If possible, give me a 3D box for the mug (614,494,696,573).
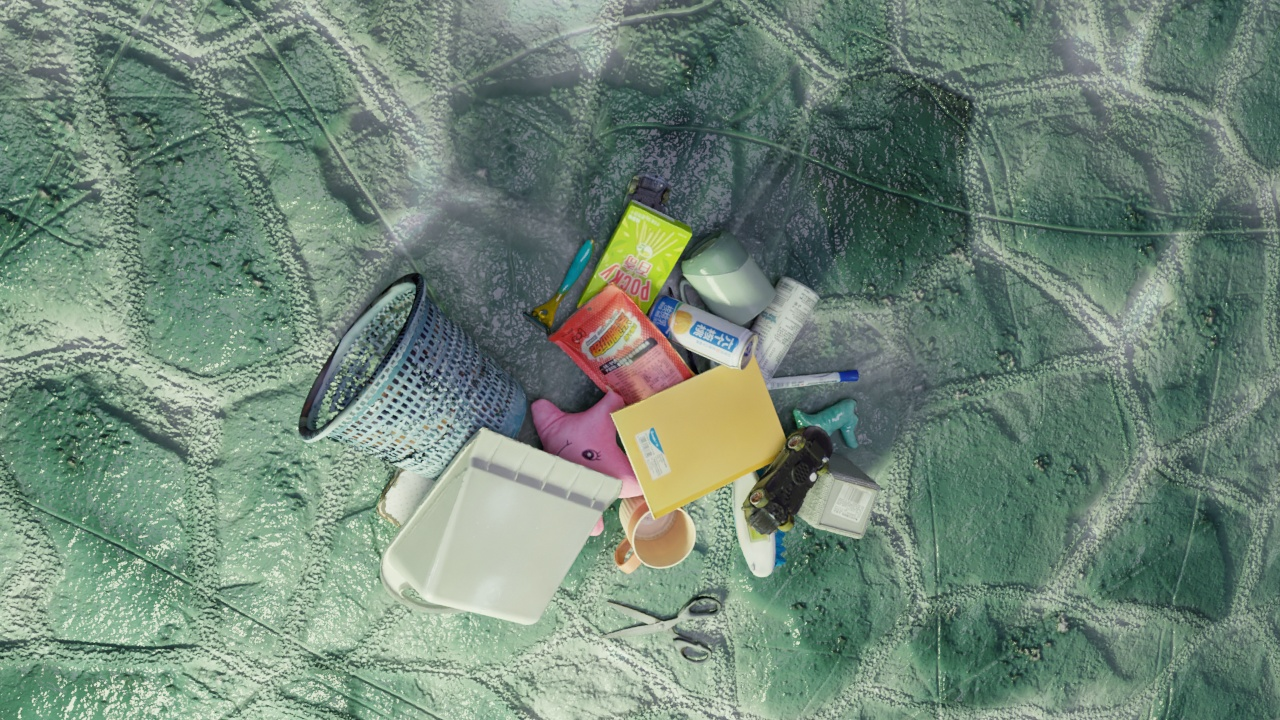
[{"bbox_3d":[0.010,0.225,1.202,0.081,0.106,0.114,41,90,-15],"label":"mug"}]

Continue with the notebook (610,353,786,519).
[{"bbox_3d":[0.080,0.092,1.156,0.206,0.010,0.146,-24,96,-17],"label":"notebook"}]

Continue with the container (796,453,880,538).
[{"bbox_3d":[0.257,0.180,1.240,0.090,0.114,0.090,16,97,-14],"label":"container"}]

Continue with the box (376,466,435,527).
[{"bbox_3d":[-0.239,0.195,1.172,0.184,0.060,0.090,35,92,-17],"label":"box"}]

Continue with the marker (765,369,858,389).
[{"bbox_3d":[0.229,0.027,1.258,0.145,0.017,0.017,-5,101,-11],"label":"marker"}]

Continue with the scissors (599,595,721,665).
[{"bbox_3d":[0.036,0.371,1.282,0.159,0.014,0.178,-40,104,-2],"label":"scissors"}]

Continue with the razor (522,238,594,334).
[{"bbox_3d":[-0.096,-0.097,1.162,0.043,0.028,0.132,35,95,16],"label":"razor"}]

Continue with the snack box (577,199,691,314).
[{"bbox_3d":[-0.009,-0.116,1.150,0.085,0.026,0.157,24,117,-14],"label":"snack box"}]

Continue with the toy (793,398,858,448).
[{"bbox_3d":[0.265,0.090,1.271,0.092,0.030,0.096,-27,110,-4],"label":"toy"}]

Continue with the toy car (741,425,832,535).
[{"bbox_3d":[0.189,0.152,1.172,0.158,0.042,0.070,-51,120,-13],"label":"toy car"}]

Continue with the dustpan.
[{"bbox_3d":[-0.189,0.213,1.115,0.222,0.143,0.257,27,86,-37],"label":"dustpan"}]

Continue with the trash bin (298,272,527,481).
[{"bbox_3d":[-0.251,0.044,1.076,0.195,0.226,0.226,38,91,-28],"label":"trash bin"}]

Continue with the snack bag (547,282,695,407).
[{"bbox_3d":[-0.007,0.007,1.175,0.129,0.073,0.208,-35,107,28],"label":"snack bag"}]

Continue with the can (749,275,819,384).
[{"bbox_3d":[0.175,-0.037,1.214,0.058,0.058,0.147,29,93,-15],"label":"can"}]

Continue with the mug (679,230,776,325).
[{"bbox_3d":[0.099,-0.099,1.182,0.112,0.082,0.106,-31,107,27],"label":"mug"}]

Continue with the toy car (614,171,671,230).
[{"bbox_3d":[-0.001,-0.178,1.160,0.054,0.036,0.121,15,105,-10],"label":"toy car"}]

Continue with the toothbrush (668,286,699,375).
[{"bbox_3d":[0.064,-0.008,1.221,0.017,0.014,0.189,-15,103,16],"label":"toothbrush"}]

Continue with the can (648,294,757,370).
[{"bbox_3d":[0.078,-0.035,1.160,0.135,0.053,0.053,24,95,21],"label":"can"}]

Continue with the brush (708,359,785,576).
[{"bbox_3d":[0.138,0.135,1.218,0.061,0.109,0.314,-11,85,15],"label":"brush"}]

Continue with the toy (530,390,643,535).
[{"bbox_3d":[-0.067,0.129,1.180,0.178,0.074,0.195,16,101,5],"label":"toy"}]
